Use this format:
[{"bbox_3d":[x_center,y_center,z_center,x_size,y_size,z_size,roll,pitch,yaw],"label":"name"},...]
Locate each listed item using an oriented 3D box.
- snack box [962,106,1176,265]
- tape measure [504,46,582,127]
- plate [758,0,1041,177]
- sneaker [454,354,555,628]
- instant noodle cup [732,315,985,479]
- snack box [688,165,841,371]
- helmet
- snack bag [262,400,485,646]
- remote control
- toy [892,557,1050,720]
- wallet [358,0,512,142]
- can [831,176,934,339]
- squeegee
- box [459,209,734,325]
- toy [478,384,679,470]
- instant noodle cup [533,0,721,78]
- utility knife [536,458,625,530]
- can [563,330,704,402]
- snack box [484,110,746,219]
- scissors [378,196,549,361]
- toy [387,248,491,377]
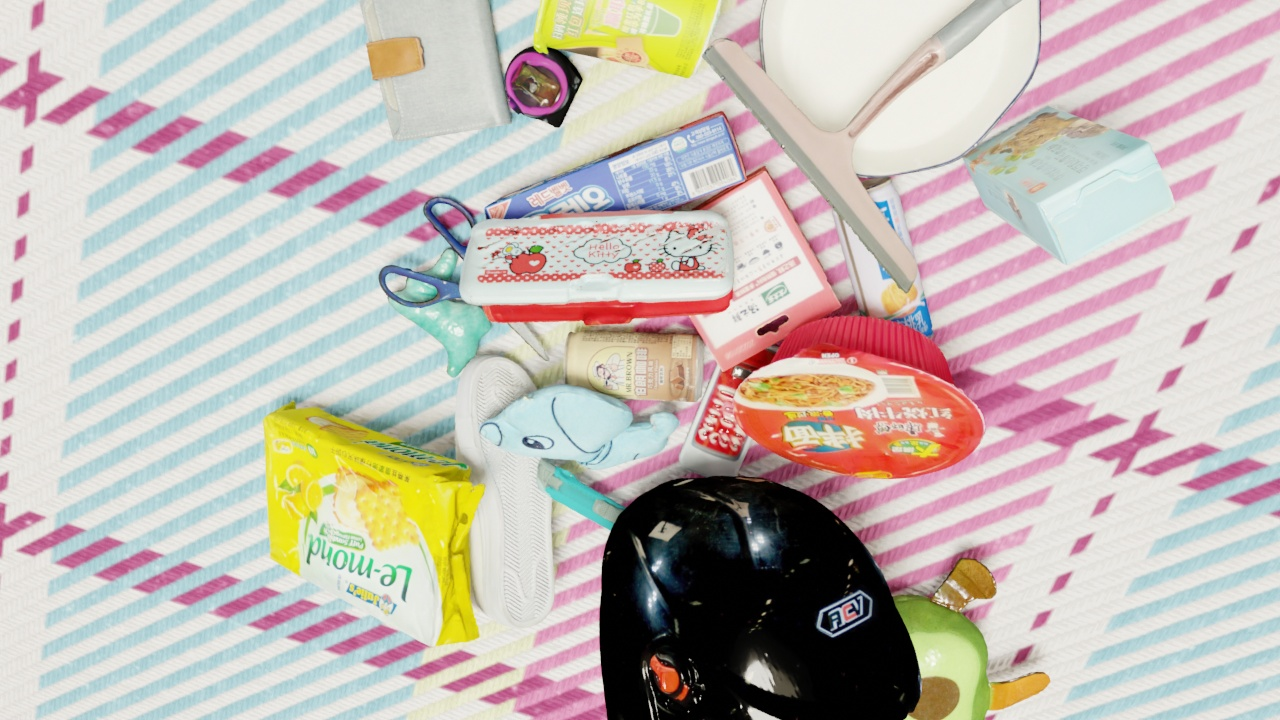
[{"bbox_3d":[0.294,-0.128,0.648,0.074,0.174,0.051,-29,109,13],"label":"snack box"},{"bbox_3d":[-0.079,-0.220,0.728,0.058,0.039,0.057,30,109,-4],"label":"tape measure"},{"bbox_3d":[0.191,-0.244,0.690,0.205,0.045,0.205,1,108,4],"label":"plate"},{"bbox_3d":[-0.133,0.115,0.829,0.091,0.089,0.242,-2,94,49],"label":"sneaker"},{"bbox_3d":[0.174,0.025,0.733,0.194,0.065,0.194,11,151,6],"label":"instant noodle cup"},{"bbox_3d":[0.085,-0.075,0.756,0.113,0.044,0.127,-29,102,13],"label":"snack box"},{"bbox_3d":[0.086,0.207,0.739,0.233,0.275,0.230,-9,89,-35],"label":"helmet"},{"bbox_3d":[-0.235,0.135,0.806,0.247,0.068,0.158,16,112,30],"label":"snack bag"},{"bbox_3d":[0.080,0.043,0.808,0.056,0.020,0.136,21,109,-2],"label":"remote control"},{"bbox_3d":[0.252,0.292,0.836,0.227,0.089,0.247,-7,104,15],"label":"toy"},{"bbox_3d":[-0.166,-0.246,0.731,0.106,0.037,0.130,-7,107,7],"label":"wallet"},{"bbox_3d":[0.194,-0.076,0.739,0.053,0.053,0.134,-16,106,11],"label":"can"},{"bbox_3d":[0.210,-0.215,0.653,0.250,0.040,0.247,-42,114,11],"label":"squeegee"},{"bbox_3d":[-0.031,-0.063,0.688,0.201,0.098,0.095,-2,114,5],"label":"box"},{"bbox_3d":[-0.050,0.057,0.774,0.161,0.049,0.156,-12,148,7],"label":"toy"},{"bbox_3d":[-0.006,-0.265,0.676,0.123,0.111,0.112,17,109,-7],"label":"instant noodle cup"},{"bbox_3d":[-0.019,0.143,0.832,0.187,0.013,0.029,32,87,-22],"label":"utility knife"},{"bbox_3d":[-0.005,0.005,0.784,0.116,0.058,0.058,3,108,6],"label":"can"},{"bbox_3d":[-0.021,-0.137,0.739,0.208,0.058,0.057,-19,107,11],"label":"snack box"},{"bbox_3d":[-0.143,-0.063,0.785,0.163,0.012,0.162,-19,94,-11],"label":"scissors"},{"bbox_3d":[-0.173,-0.046,0.801,0.092,0.030,0.096,33,97,-7],"label":"toy"}]
